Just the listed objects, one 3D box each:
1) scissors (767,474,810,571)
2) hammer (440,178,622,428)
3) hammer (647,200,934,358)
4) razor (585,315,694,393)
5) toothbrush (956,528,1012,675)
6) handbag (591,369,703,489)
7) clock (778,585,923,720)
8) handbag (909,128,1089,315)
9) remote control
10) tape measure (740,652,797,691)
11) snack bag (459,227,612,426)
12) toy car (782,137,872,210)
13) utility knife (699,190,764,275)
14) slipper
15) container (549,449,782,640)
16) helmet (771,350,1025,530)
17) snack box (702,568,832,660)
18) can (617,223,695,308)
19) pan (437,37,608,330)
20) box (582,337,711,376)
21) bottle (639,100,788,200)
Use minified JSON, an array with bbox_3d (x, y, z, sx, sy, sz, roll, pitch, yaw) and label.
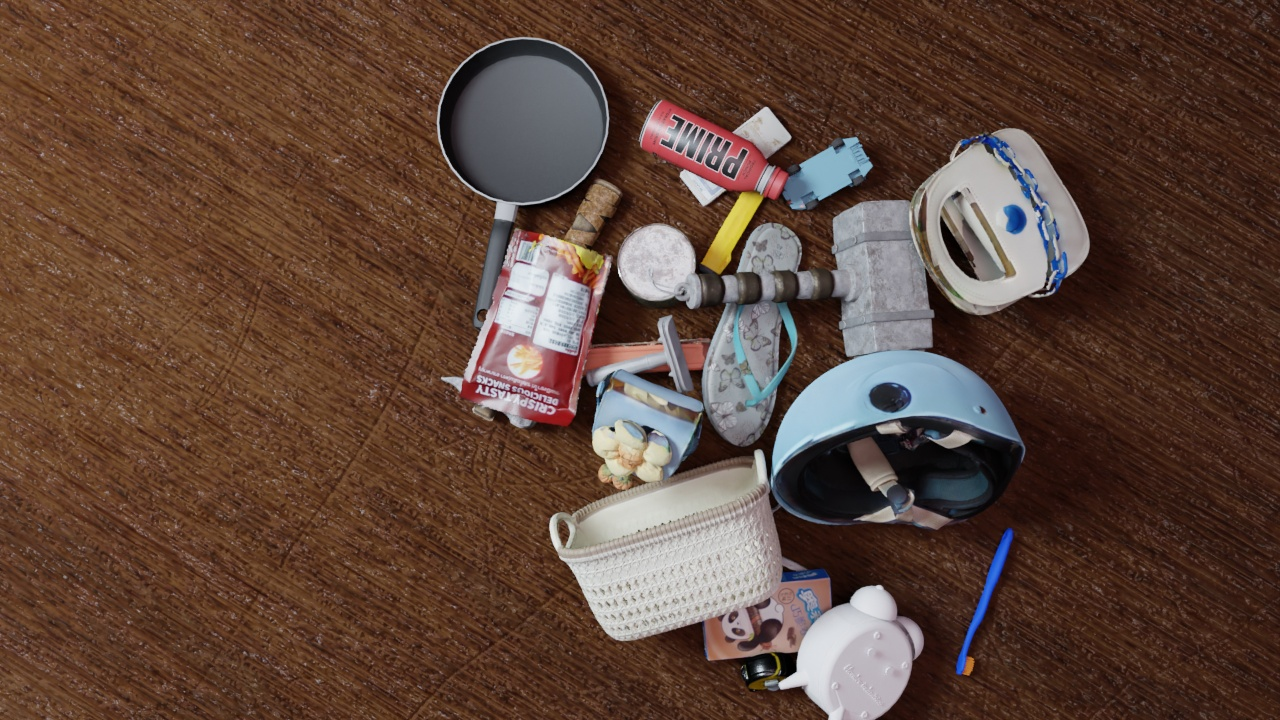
[{"bbox_3d":[0.154,0.216,1.092,0.141,0.014,0.175,5,91,3],"label":"scissors"},{"bbox_3d":[-0.114,-0.073,1.098,0.121,0.049,0.318,28,86,5],"label":"hammer"},{"bbox_3d":[0.169,-0.083,1.036,0.326,0.079,0.177,-4,87,-14],"label":"hammer"},{"bbox_3d":[-0.006,0.006,1.060,0.116,0.047,0.088,-16,102,9],"label":"razor"},{"bbox_3d":[0.410,0.286,1.084,0.018,0.016,0.182,21,88,-3],"label":"toothbrush"},{"bbox_3d":[-0.002,0.085,1.011,0.122,0.192,0.118,23,73,0],"label":"handbag"},{"bbox_3d":[0.248,0.342,1.033,0.160,0.073,0.125,-47,116,-9],"label":"clock"},{"bbox_3d":[0.398,-0.153,1.034,0.199,0.093,0.200,-33,90,-25],"label":"handbag"},{"bbox_3d":[0.116,-0.248,1.117,0.136,0.011,0.050,-38,87,-1],"label":"remote control"},{"bbox_3d":[0.148,0.361,1.058,0.062,0.061,0.034,-16,53,10],"label":"tape measure"},{"bbox_3d":[-0.117,-0.037,1.043,0.139,0.066,0.208,16,86,7],"label":"snack bag"},{"bbox_3d":[0.222,-0.223,1.107,0.108,0.027,0.060,-28,87,9],"label":"toy car"},{"bbox_3d":[0.118,-0.165,1.111,0.030,0.017,0.151,31,89,-3],"label":"utility knife"},{"bbox_3d":[0.135,-0.033,1.073,0.098,0.055,0.268,13,86,-20],"label":"slipper"},{"bbox_3d":[0.039,0.202,1.015,0.246,0.184,0.143,-19,98,8],"label":"container"},{"bbox_3d":[0.268,0.086,1.011,0.265,0.226,0.166,-6,49,-2],"label":"helmet"},{"bbox_3d":[0.147,0.297,1.072,0.151,0.034,0.087,-6,98,0],"label":"snack box"},{"bbox_3d":[0.020,-0.110,1.081,0.090,0.074,0.090,0,86,2],"label":"can"},{"bbox_3d":[-0.153,-0.209,1.097,0.204,0.044,0.355,10,85,2],"label":"pan"},{"bbox_3d":[0.001,-0.003,1.090,0.187,0.056,0.059,-5,55,-1],"label":"box"},{"bbox_3d":[0.089,-0.242,1.080,0.176,0.062,0.062,27,88,6],"label":"bottle"}]
